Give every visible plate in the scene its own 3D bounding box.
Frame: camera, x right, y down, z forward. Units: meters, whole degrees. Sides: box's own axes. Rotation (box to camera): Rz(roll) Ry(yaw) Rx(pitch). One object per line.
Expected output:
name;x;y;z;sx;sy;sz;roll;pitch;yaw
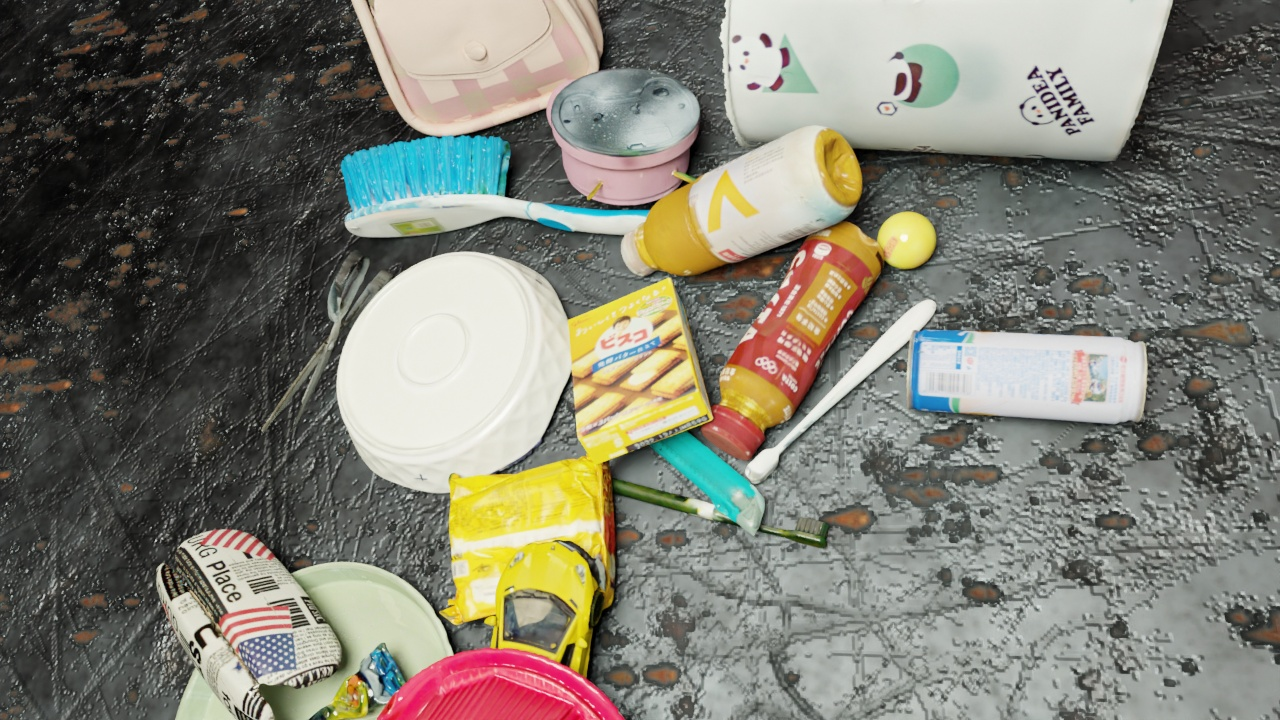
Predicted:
plate;-0.224;0.255;0.635;0.230;0.027;0.229;-8;62;16
plate;-0.153;0.000;0.726;0.205;0.045;0.204;-9;62;18

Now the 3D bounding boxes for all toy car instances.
toy car;-0.066;0.190;0.579;0.071;0.041;0.156;10;90;17

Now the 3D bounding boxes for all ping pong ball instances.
ping pong ball;0.188;-0.085;0.648;0.040;0.040;0.040;-8;62;16

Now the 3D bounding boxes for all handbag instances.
handbag;-0.152;-0.307;0.770;0.193;0.234;0.093;-13;59;14

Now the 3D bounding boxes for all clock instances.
clock;-0.016;-0.192;0.748;0.117;0.060;0.158;-10;51;-8

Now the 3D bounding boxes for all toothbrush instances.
toothbrush;0.038;0.098;0.628;0.186;0.012;0.017;11;63;25
toothbrush;0.139;0.020;0.630;0.180;0.016;0.016;-43;65;-7

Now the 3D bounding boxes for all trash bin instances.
trash bin;0.210;-0.243;0.624;0.252;0.230;0.229;13;70;19

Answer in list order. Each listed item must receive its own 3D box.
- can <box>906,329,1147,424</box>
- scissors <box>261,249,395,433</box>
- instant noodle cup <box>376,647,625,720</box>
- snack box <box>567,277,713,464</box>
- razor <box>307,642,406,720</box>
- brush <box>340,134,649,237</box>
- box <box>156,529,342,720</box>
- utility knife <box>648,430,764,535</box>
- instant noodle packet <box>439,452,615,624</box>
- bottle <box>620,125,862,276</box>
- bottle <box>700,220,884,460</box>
can;0.238;0.009;0.575;0.135;0.053;0.053;3;66;21
scissors;-0.251;-0.017;0.747;0.014;0.160;0.180;28;48;2
instant noodle cup;-0.088;0.268;0.521;0.194;0.066;0.193;-1;85;12
snack box;-0.004;0.004;0.651;0.087;0.034;0.140;-22;35;9
razor;-0.219;0.248;0.608;0.142;0.022;0.042;-40;56;-2
brush;-0.117;-0.143;0.786;0.315;0.060;0.109;-5;68;15
box;-0.277;0.185;0.650;0.087;0.076;0.162;-31;50;-30
utility knife;0.009;0.049;0.658;0.029;0.013;0.222;-45;53;-10
instant noodle packet;-0.079;0.123;0.637;0.128;0.044;0.110;-11;67;17
bottle;0.064;-0.105;0.659;0.190;0.068;0.067;-18;56;42
bottle;0.103;-0.013;0.633;0.057;0.057;0.174;27;76;29
